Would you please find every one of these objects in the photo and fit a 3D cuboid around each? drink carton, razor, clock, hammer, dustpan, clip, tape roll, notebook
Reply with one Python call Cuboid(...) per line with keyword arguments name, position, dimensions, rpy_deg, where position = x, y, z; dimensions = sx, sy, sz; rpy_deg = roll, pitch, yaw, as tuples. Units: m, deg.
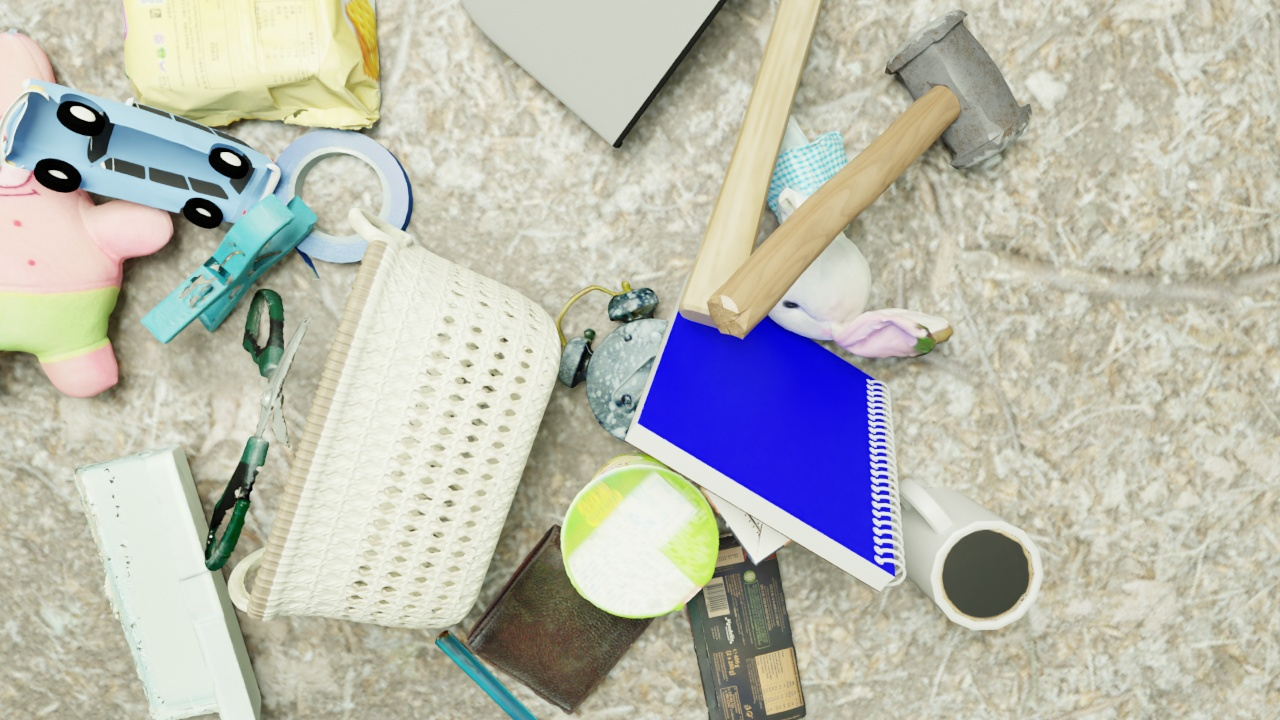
Cuboid(name="drink carton", position=(0.066, 0.081, 0.610), dimensions=(0.040, 0.130, 0.064), rpy_deg=(-34, 97, 3))
Cuboid(name="razor", position=(-0.097, 0.252, 0.677), dimensions=(0.144, 0.022, 0.042), rpy_deg=(44, 56, -2))
Cuboid(name="clock", position=(-0.004, 0.004, 0.637), dimensions=(0.090, 0.052, 0.129), rpy_deg=(-43, 97, 2))
Cuboid(name="hammer", position=(0.086, -0.174, 0.575), dimensions=(0.117, 0.051, 0.322), rpy_deg=(17, 78, 4))
Cuboid(name="hammer", position=(0.138, -0.113, 0.549), dimensions=(0.327, 0.052, 0.098), rpy_deg=(-42, 98, -35))
Cuboid(name="dustpan", position=(-0.059, -0.284, 0.590), dimensions=(0.257, 0.033, 0.163), rpy_deg=(41, 111, 3))
Cuboid(name="clip", position=(-0.267, -0.059, 0.587), dimensions=(0.127, 0.113, 0.028), rpy_deg=(-42, 97, 1))
Cuboid(name="tape roll", position=(-0.206, -0.112, 0.632), dimensions=(0.093, 0.016, 0.091), rpy_deg=(-27, 97, 0))
Cuboid(name="notebook", position=(0.087, 0.032, 0.573), dimensions=(0.171, 0.208, 0.022), rpy_deg=(31, 120, -5))

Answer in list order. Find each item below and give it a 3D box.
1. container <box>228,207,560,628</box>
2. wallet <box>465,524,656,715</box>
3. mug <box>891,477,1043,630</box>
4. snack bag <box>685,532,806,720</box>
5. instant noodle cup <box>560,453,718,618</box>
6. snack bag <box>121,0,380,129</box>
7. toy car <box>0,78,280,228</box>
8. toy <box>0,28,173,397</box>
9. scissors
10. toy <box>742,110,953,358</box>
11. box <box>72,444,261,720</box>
Cuboid(name="container", position=(-0.149, 0.045, 0.576), dimensions=(0.143, 0.184, 0.246), rpy_deg=(19, 98, -15))
Cuboid(name="wallet", position=(-0.055, 0.188, 0.664), dimensions=(0.099, 0.031, 0.120), rpy_deg=(35, 103, -6))
Cuboid(name="mug", position=(0.215, 0.125, 0.642), dimensions=(0.073, 0.089, 0.105), rpy_deg=(-39, 97, 2))
Cuboid(name="snack bag", position=(0.075, 0.201, 0.679), dimensions=(0.074, 0.018, 0.155), rpy_deg=(-11, 97, -1))
Cuboid(name="instant noodle cup", position=(-0.003, 0.107, 0.620), dimensions=(0.099, 0.108, 0.099), rpy_deg=(0, 97, -3))
Cuboid(name="snack bag", position=(-0.259, -0.271, 0.587), dimensions=(0.159, 0.068, 0.247), rpy_deg=(-4, 96, -1))
Cuboid(name="toy car", position=(-0.308, -0.128, 0.570), dimensions=(0.056, 0.153, 0.054), rpy_deg=(-49, 52, 26))
Cuboid(name="toy", position=(-0.403, -0.094, 0.589), dimensions=(0.192, 0.097, 0.236), rpy_deg=(1, 89, -16))
Cuboid(name="scissors", position=(-0.242, 0.021, 0.579), dimensions=(0.015, 0.204, 0.202), rpy_deg=(16, 126, -32))
Cuboid(name="toy", position=(0.113, -0.078, 0.617), dimensions=(0.106, 0.130, 0.205), rpy_deg=(-31, 84, 21))
Cuboid(name="box", position=(-0.324, 0.160, 0.631), dimensions=(0.126, 0.075, 0.197), rpy_deg=(-13, 96, 18))
